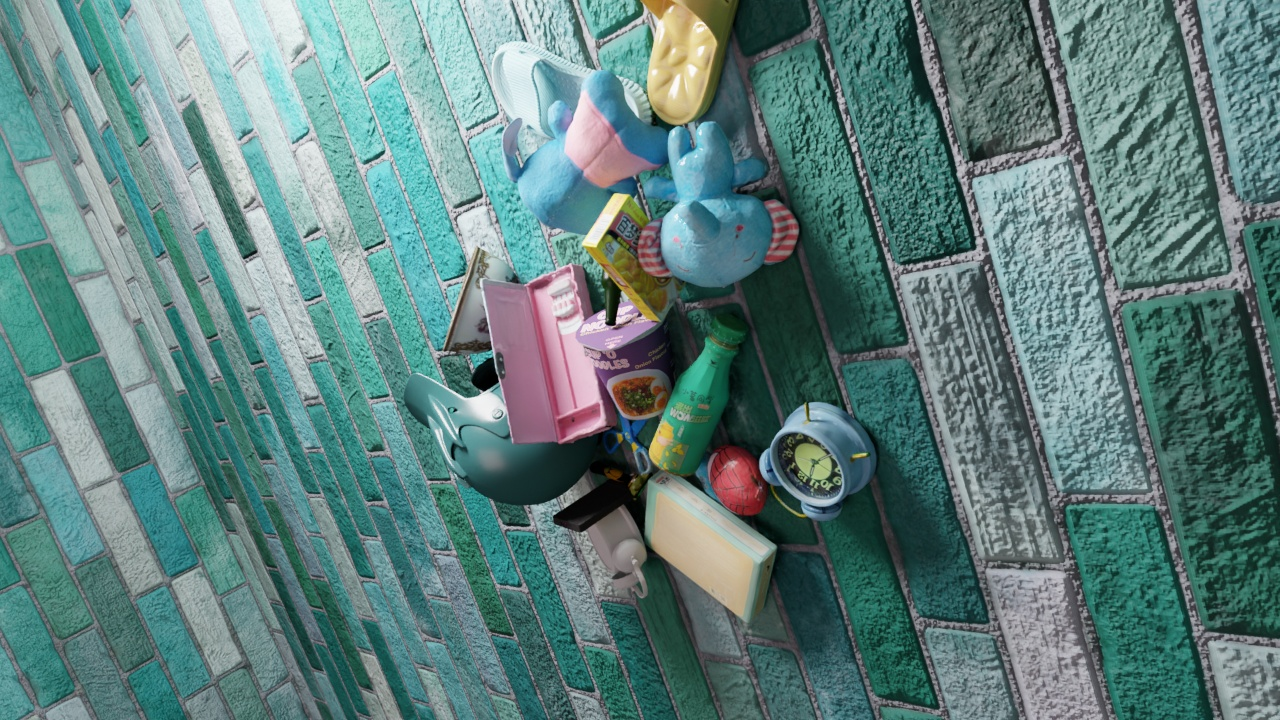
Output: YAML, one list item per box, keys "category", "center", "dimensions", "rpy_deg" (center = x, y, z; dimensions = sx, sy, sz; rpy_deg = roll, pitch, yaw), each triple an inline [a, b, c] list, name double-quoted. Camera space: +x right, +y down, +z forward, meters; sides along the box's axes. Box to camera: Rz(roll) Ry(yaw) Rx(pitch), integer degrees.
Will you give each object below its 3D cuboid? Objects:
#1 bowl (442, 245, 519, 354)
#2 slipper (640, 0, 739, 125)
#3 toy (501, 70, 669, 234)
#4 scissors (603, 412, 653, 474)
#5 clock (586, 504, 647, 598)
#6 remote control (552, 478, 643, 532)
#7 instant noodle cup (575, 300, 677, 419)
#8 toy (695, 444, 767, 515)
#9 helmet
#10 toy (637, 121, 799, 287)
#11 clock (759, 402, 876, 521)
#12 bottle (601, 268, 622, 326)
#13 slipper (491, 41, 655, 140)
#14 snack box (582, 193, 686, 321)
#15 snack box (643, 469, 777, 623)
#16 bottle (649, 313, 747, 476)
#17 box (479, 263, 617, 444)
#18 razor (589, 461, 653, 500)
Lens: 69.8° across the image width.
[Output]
- category: "bowl"
  center: [-0.218, -0.076, 1.330]
  dimensions: [0.094, 0.159, 0.160]
  rpy_deg: [18, 136, -13]
- category: "slipper"
  center: [0.045, -0.368, 0.939]
  dimensions: [0.099, 0.078, 0.264]
  rpy_deg: [30, 130, 28]
- category: "toy"
  center: [-0.049, -0.219, 1.064]
  dimensions: [0.224, 0.098, 0.192]
  rpy_deg: [38, 127, -14]
- category: "scissors"
  center: [-0.012, 0.112, 1.302]
  dimensions: [0.123, 0.016, 0.126]
  rpy_deg: [48, 138, 10]
- category: "clock"
  center: [-0.027, 0.273, 1.342]
  dimensions: [0.159, 0.061, 0.120]
  rpy_deg: [55, 159, 29]
- category: "remote control"
  center: [-0.059, 0.203, 1.308]
  dimensions: [0.058, 0.133, 0.013]
  rpy_deg: [9, 117, 43]
- category: "instant noodle cup"
  center: [-0.007, 0.007, 1.165]
  dimensions: [0.122, 0.136, 0.122]
  rpy_deg: [-12, 115, 15]
- category: "toy"
  center: [0.111, 0.152, 1.168]
  dimensions: [0.133, 0.062, 0.092]
  rpy_deg: [-11, 96, 59]
- category: "helmet"
  center: [-0.201, 0.096, 1.326]
  dimensions: [0.275, 0.199, 0.177]
  rpy_deg: [36, 143, 28]
- category: "toy"
  center: [0.073, -0.163, 0.994]
  dimensions: [0.184, 0.114, 0.181]
  rpy_deg: [-5, 112, 21]
- category: "clock"
  center: [0.201, 0.122, 1.061]
  dimensions: [0.118, 0.059, 0.162]
  rpy_deg: [39, 138, 21]
- category: "bottle"
  center: [-0.033, -0.103, 1.145]
  dimensions: [0.033, 0.033, 0.122]
  rpy_deg: [-14, 66, 48]
- category: "slipper"
  center: [-0.099, -0.314, 1.120]
  dimensions: [0.276, 0.069, 0.116]
  rpy_deg: [26, 131, 33]
- category: "snack box"
  center: [-0.002, -0.117, 1.067]
  dimensions: [0.025, 0.075, 0.152]
  rpy_deg: [17, 159, 42]
- category: "snack box"
  center: [0.088, 0.249, 1.239]
  dimensions: [0.194, 0.044, 0.142]
  rpy_deg: [34, 141, 29]
- category: "bottle"
  center: [0.074, 0.042, 1.124]
  dimensions: [0.068, 0.067, 0.210]
  rpy_deg: [36, 120, 27]
- category: "box"
  center: [-0.122, -0.011, 1.204]
  dimensions: [0.107, 0.115, 0.232]
  rpy_deg: [-20, 75, 32]
- category: "razor"
  center: [-0.034, 0.167, 1.329]
  dimensions: [0.021, 0.044, 0.144]
  rpy_deg: [45, 161, -28]
